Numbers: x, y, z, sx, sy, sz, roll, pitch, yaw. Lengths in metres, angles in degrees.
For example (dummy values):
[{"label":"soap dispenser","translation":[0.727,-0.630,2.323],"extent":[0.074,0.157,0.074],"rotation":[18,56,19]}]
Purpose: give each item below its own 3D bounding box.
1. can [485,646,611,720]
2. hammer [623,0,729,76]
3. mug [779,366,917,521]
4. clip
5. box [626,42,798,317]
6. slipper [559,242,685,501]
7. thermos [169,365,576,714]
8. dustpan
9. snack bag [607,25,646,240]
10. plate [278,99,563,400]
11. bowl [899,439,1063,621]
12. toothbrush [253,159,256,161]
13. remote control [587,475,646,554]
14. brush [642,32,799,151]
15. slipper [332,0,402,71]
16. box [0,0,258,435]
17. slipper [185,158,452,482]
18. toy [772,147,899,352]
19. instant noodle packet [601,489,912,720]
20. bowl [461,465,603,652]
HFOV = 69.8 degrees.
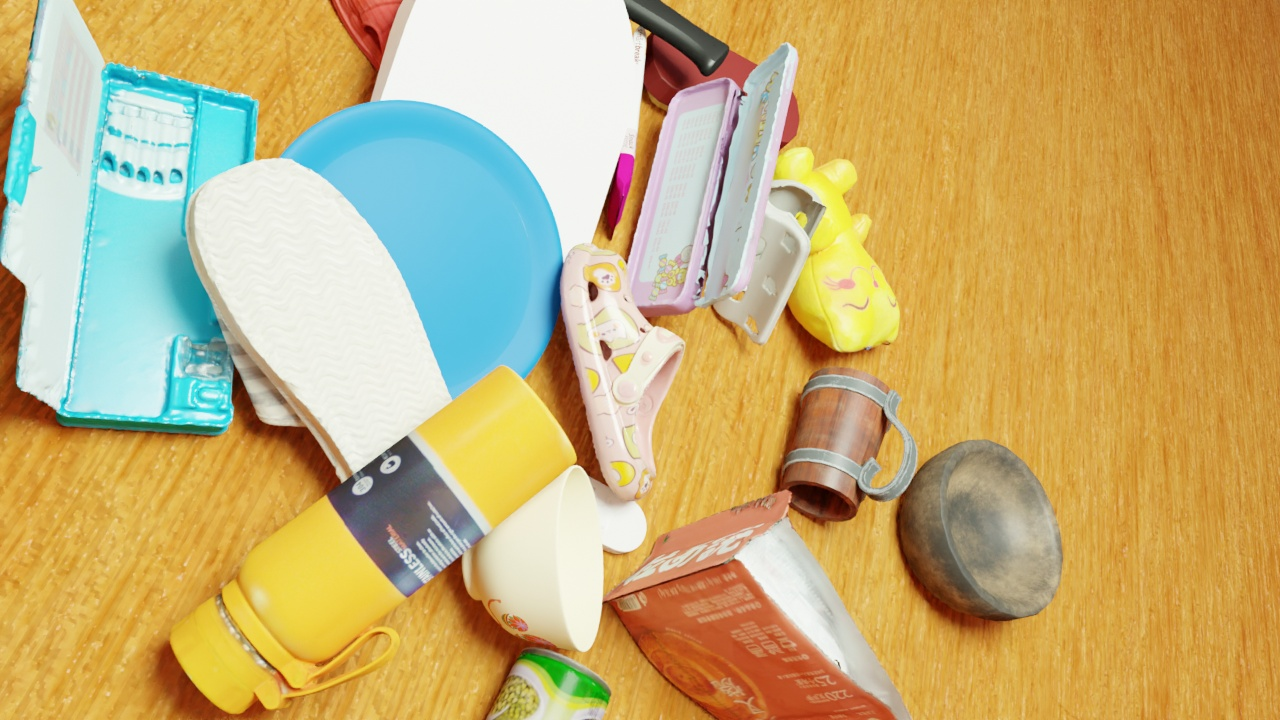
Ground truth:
[{"label":"can","translation":[-0.071,0.246,0.562],"extent":[0.067,0.068,0.120],"rotation":[38,54,-14]},{"label":"hammer","translation":[-0.064,-0.347,0.795],"extent":[0.323,0.029,0.126],"rotation":[33,55,2]},{"label":"mug","translation":[0.180,0.071,0.774],"extent":[0.081,0.118,0.110],"rotation":[45,54,-32]},{"label":"clip","translation":[0.100,-0.105,0.799],"extent":[0.105,0.127,0.151],"rotation":[-9,51,-28]},{"label":"box","translation":[0.058,-0.140,0.738],"extent":[0.040,0.152,0.214],"rotation":[23,72,-31]},{"label":"slipper","translation":[-0.004,0.004,0.687],"extent":[0.081,0.093,0.197],"rotation":[-12,80,8]},{"label":"thermos","translation":[-0.144,0.104,0.522],"extent":[0.232,0.076,0.091],"rotation":[-38,49,-16]},{"label":"dustpan","translation":[-0.104,-0.201,0.708],"extent":[0.191,0.053,0.257],"rotation":[20,86,-34]},{"label":"snack bag","translation":[-0.010,-0.204,0.797],"extent":[0.016,0.070,0.196],"rotation":[9,63,-8]},{"label":"plate","translation":[-0.157,-0.065,0.639],"extent":[0.224,0.024,0.224],"rotation":[-1,93,-34]},{"label":"bowl","translation":[0.305,0.158,0.843],"extent":[0.162,0.070,0.162],"rotation":[13,63,-28]},{"label":"toothbrush","translation":[-0.228,-0.106,0.643],"extent":[0.186,0.017,0.012],"rotation":[36,65,-15]},{"label":"remote control","translation":[-0.054,0.100,0.670],"extent":[0.136,0.013,0.043],"rotation":[31,56,-19]},{"label":"brush","translation":[0.074,-0.259,0.890],"extent":[0.173,0.042,0.082],"rotation":[19,61,-25]},{"label":"slipper","translation":[-0.151,-0.237,0.725],"extent":[0.103,0.059,0.249],"rotation":[-35,92,-38]},{"label":"box","translation":[-0.306,-0.078,0.534],"extent":[0.168,0.087,0.227],"rotation":[31,52,-61]},{"label":"slipper","translation":[-0.184,0.007,0.575],"extent":[0.114,0.054,0.273],"rotation":[-38,112,-30]},{"label":"toy","translation":[0.169,-0.096,0.857],"extent":[0.134,0.088,0.193],"rotation":[-11,79,-54]},{"label":"instant noodle packet","translation":[0.093,0.215,0.621],"extent":[0.083,0.165,0.221],"rotation":[-37,92,-40]},{"label":"bowl","translation":[-0.074,0.130,0.600],"extent":[0.074,0.118,0.117],"rotation":[-5,67,10]}]
